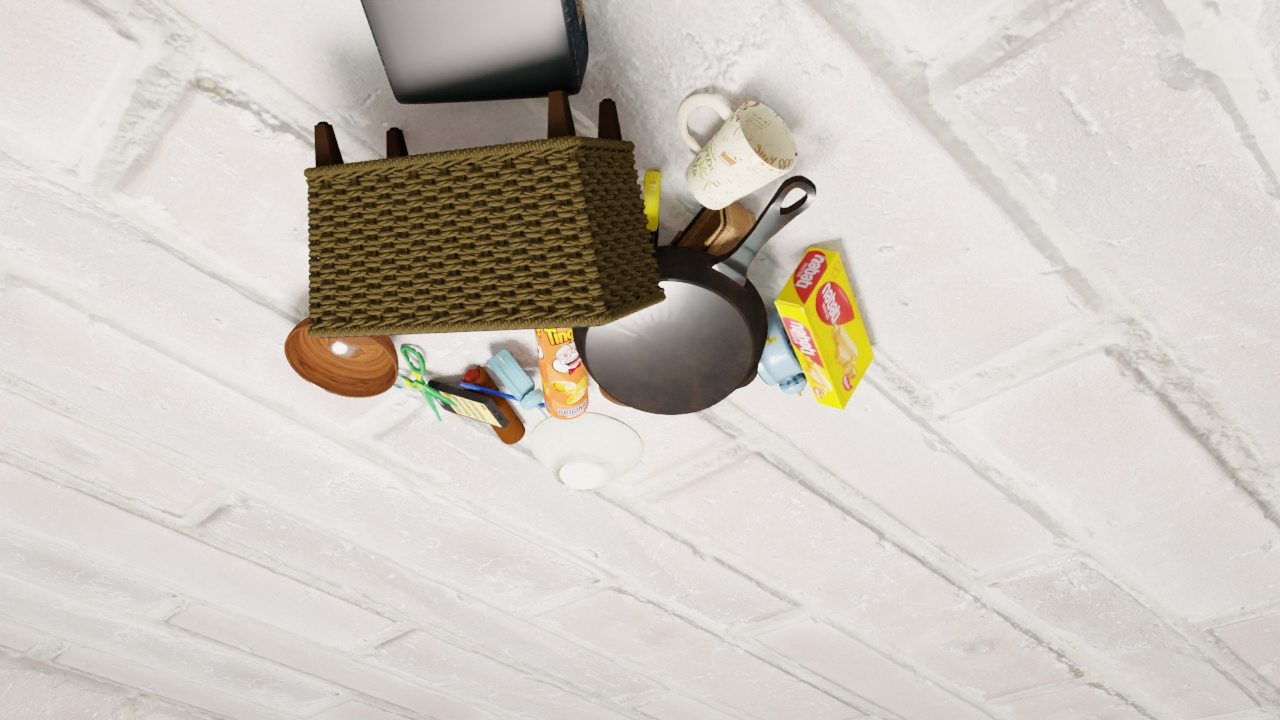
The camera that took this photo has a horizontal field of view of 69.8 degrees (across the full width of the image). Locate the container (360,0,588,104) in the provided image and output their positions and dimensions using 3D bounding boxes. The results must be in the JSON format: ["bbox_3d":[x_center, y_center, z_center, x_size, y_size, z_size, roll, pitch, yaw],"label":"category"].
[{"bbox_3d":[-0.151,-0.317,0.843,0.187,0.071,0.145,-1,139,7],"label":"container"}]

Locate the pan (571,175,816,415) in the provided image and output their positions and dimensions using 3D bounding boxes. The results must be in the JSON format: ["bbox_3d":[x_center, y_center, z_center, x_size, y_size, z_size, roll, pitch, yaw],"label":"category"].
[{"bbox_3d":[0.069,-0.063,1.016,0.248,0.043,0.357,30,124,-18],"label":"pan"}]

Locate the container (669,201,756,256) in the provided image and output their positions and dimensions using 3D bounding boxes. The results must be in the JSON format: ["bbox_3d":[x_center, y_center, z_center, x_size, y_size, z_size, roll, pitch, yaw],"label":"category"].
[{"bbox_3d":[0.084,-0.131,1.047,0.061,0.063,0.114,17,139,-24],"label":"container"}]

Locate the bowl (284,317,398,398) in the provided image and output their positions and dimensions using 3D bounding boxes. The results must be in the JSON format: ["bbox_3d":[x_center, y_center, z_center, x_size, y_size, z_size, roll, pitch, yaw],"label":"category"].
[{"bbox_3d":[-0.388,-0.022,1.219,0.147,0.068,0.147,4,139,3],"label":"bowl"}]

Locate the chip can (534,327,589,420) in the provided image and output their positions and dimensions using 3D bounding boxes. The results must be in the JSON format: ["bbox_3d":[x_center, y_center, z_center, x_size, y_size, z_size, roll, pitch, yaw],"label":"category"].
[{"bbox_3d":[-0.104,-0.008,1.208,0.062,0.062,0.211,3,140,3],"label":"chip can"}]

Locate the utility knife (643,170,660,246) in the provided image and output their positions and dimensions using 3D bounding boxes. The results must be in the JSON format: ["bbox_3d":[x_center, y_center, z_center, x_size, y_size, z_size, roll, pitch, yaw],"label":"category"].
[{"bbox_3d":[0.012,-0.146,1.059,0.020,0.028,0.171,6,140,6],"label":"utility knife"}]

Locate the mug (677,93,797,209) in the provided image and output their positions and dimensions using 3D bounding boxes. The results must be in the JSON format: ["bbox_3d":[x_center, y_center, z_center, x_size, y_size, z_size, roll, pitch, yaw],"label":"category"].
[{"bbox_3d":[0.085,-0.219,0.944,0.122,0.080,0.097,45,136,-11],"label":"mug"}]

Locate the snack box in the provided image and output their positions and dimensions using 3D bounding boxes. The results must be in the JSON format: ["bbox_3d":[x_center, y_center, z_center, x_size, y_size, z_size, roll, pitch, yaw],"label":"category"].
[{"bbox_3d":[0.226,-0.036,1.113,0.042,0.092,0.201,17,151,39],"label":"snack box"}]

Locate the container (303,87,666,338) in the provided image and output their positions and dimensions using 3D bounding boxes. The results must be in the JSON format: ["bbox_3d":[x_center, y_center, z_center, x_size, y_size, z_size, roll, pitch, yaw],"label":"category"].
[{"bbox_3d":[-0.159,-0.141,0.905,0.321,0.176,0.205,-2,100,20],"label":"container"}]

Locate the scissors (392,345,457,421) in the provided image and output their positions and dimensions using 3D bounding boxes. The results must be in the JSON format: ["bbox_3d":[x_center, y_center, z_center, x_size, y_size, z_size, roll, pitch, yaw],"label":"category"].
[{"bbox_3d":[-0.316,0.037,1.294,0.120,0.012,0.129,-8,116,33],"label":"scissors"}]

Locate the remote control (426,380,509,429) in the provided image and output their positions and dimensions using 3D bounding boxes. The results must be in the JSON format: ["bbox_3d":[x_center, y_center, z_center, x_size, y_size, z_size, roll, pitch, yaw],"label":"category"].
[{"bbox_3d":[-0.246,0.062,1.296,0.134,0.013,0.058,12,146,39],"label":"remote control"}]

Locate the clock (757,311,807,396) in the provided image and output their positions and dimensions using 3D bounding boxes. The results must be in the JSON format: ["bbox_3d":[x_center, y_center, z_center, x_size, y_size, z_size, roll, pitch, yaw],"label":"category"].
[{"bbox_3d":[0.176,-0.008,1.159,0.052,0.088,0.124,-24,130,21],"label":"clock"}]

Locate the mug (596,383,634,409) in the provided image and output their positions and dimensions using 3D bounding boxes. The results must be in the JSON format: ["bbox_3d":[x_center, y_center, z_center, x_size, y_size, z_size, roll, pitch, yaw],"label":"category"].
[{"bbox_3d":[-0.007,0.007,1.184,0.085,0.104,0.112,-1,140,7],"label":"mug"}]

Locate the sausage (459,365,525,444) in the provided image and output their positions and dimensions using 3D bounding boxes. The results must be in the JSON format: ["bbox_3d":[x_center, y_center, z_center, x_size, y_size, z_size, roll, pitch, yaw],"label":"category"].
[{"bbox_3d":[-0.212,0.066,1.329,0.040,0.040,0.156,-10,137,17],"label":"sausage"}]

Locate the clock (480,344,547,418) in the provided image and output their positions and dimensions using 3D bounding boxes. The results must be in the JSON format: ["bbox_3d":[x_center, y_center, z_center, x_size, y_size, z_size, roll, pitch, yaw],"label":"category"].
[{"bbox_3d":[-0.166,0.035,1.251,0.042,0.087,0.123,-39,116,-6],"label":"clock"}]

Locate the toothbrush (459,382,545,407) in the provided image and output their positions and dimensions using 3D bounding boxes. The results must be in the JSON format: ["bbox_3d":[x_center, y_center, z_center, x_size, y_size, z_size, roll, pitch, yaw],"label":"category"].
[{"bbox_3d":[-0.170,0.056,1.300,0.186,0.016,0.011,15,112,-31],"label":"toothbrush"}]

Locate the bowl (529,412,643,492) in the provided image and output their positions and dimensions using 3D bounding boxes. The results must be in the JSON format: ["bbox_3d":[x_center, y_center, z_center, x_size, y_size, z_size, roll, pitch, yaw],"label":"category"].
[{"bbox_3d":[-0.085,0.154,1.402,0.177,0.057,0.177,3,140,2],"label":"bowl"}]
